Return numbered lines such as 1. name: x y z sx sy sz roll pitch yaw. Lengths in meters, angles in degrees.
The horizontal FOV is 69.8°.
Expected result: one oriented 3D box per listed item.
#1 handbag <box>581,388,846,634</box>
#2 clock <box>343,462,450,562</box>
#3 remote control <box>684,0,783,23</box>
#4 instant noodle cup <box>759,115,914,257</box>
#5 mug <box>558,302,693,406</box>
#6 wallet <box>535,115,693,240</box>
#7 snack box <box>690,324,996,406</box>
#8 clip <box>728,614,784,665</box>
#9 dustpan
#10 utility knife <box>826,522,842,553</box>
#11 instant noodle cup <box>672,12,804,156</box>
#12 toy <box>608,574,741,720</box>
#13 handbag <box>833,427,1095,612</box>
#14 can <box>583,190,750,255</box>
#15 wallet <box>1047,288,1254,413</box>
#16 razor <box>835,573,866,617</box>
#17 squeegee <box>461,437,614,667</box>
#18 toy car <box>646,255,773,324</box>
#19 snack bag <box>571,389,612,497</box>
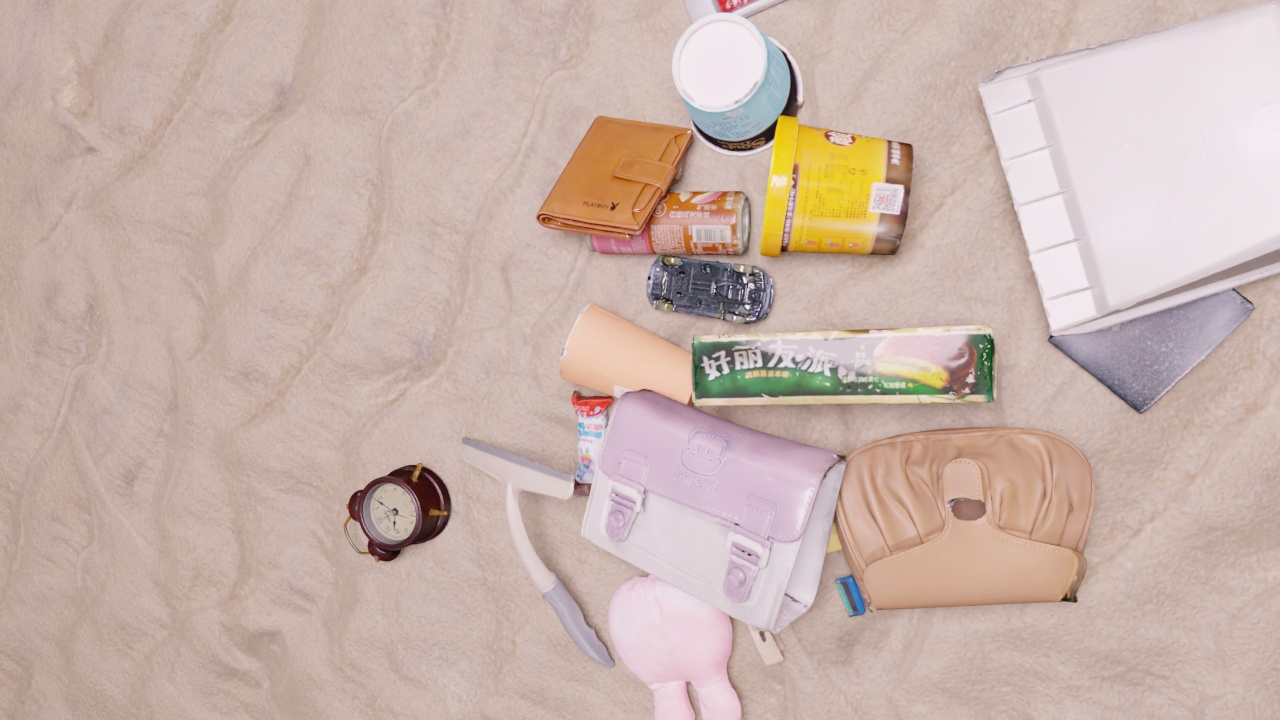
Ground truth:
1. handbag: 0.057 0.118 0.765 0.197 0.098 0.145 19 102 31
2. clock: -0.252 0.157 0.939 0.122 0.055 0.082 -31 84 17
3. remote control: 0.105 -0.345 0.828 0.136 0.020 0.056 -19 88 16
4. instant noodle cup: 0.165 -0.141 0.776 0.114 0.118 0.118 8 95 8
5. mug: -0.005 0.005 0.852 0.123 0.078 0.078 23 99 10
6. wallet: -0.021 -0.166 0.828 0.108 0.031 0.131 13 60 24
7. snack box: 0.169 0.005 0.779 0.240 0.114 0.063 -2 91 16
8. clip: 0.103 0.225 0.860 0.035 0.089 0.104 -28 116 14
9. dustpan: 0.441 -0.159 0.720 0.258 0.142 0.222 -18 84 35
10. utility knife: 0.191 0.152 0.829 0.175 0.019 0.031 -20 81 9
11. instant noodle cup: 0.080 -0.242 0.788 0.111 0.120 0.111 1 92 15
12. toy: 0.034 0.276 0.863 0.121 0.054 0.159 -18 87 24
13. handbag: 0.264 0.129 0.755 0.205 0.100 0.147 -6 79 10
14. can: 0.025 -0.126 0.843 0.147 0.057 0.058 3 93 16
15. wallet: 0.413 -0.030 0.745 0.097 0.019 0.121 41 111 6
16. razor: 0.246 0.186 0.814 0.143 0.022 0.043 -21 112 11
17. squeegee: -0.086 0.200 0.865 0.039 0.247 0.246 -32 109 -26
18. toy car: 0.063 -0.066 0.848 0.121 0.036 0.054 10 98 25
19. snack bag: -0.046 0.081 0.891 0.045 0.026 0.105 -1 94 14
